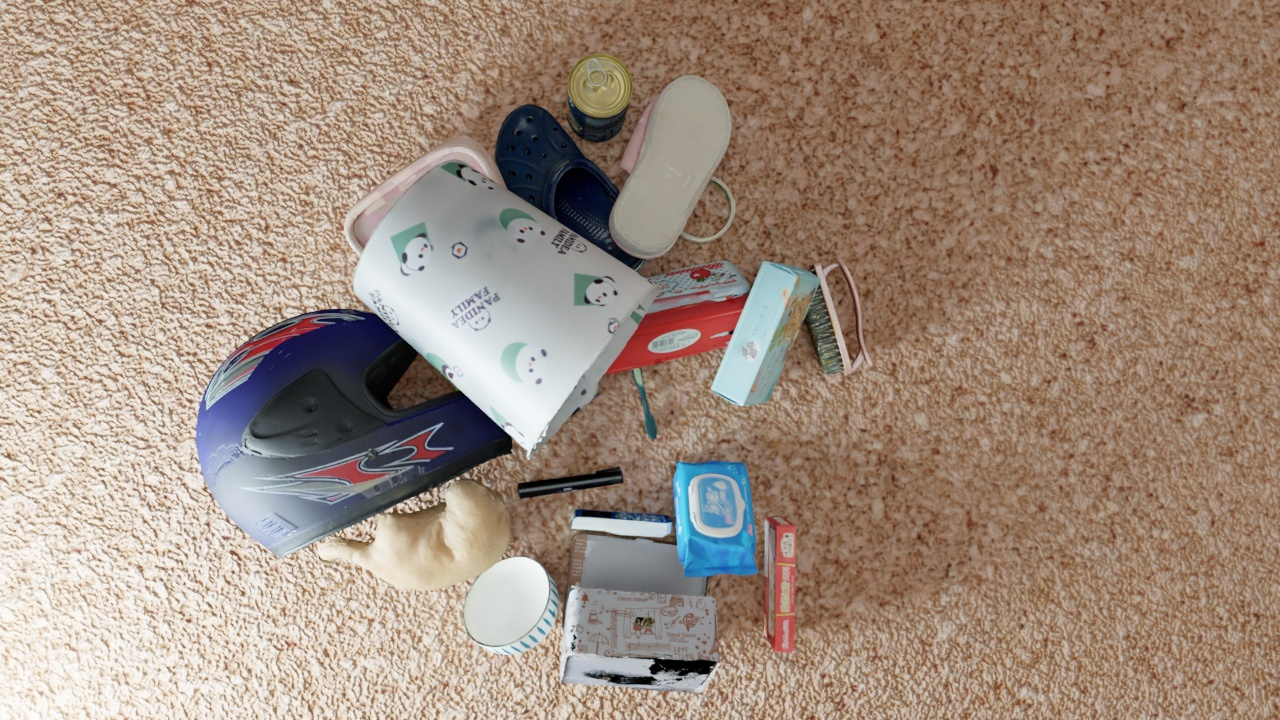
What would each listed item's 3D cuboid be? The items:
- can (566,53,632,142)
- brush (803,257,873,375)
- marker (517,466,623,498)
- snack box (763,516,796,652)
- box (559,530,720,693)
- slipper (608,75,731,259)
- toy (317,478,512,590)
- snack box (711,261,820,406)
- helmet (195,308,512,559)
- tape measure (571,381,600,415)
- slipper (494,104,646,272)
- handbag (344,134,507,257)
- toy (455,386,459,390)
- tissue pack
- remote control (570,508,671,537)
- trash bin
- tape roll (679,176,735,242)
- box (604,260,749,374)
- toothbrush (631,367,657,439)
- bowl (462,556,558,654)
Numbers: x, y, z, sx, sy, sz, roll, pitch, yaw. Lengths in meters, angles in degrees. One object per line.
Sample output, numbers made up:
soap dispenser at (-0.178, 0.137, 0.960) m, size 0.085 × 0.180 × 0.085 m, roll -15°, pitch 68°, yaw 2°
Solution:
can at (-0.051, -0.315, 1.112) m, size 0.075 × 0.111 × 0.075 m, roll 0°, pitch 88°, yaw -5°
brush at (0.242, -0.052, 1.148) m, size 0.073 × 0.063 × 0.145 m, roll -18°, pitch 91°, yaw 7°
marker at (-0.087, 0.153, 1.147) m, size 0.132 × 0.020 × 0.022 m, roll -8°, pitch 73°, yaw -4°
snack box at (0.171, 0.274, 1.132) m, size 0.025 × 0.075 × 0.153 m, roll 1°, pitch 89°, yaw -3°
box at (0.000, 0.292, 1.109) m, size 0.182 × 0.155 × 0.184 m, roll 6°, pitch 56°, yaw -7°
slipper at (0.034, -0.235, 1.121) m, size 0.114 × 0.055 × 0.273 m, roll 26°, pitch 65°, yaw -10°
toy at (-0.263, 0.221, 1.091) m, size 0.226 × 0.082 × 0.143 m, roll -22°, pitch 122°, yaw -4°
snack box at (0.151, -0.032, 1.108) m, size 0.052 × 0.074 × 0.175 m, roll 29°, pitch 107°, yaw 28°
helmet at (-0.328, 0.059, 1.024) m, size 0.315 × 0.247 × 0.240 m, roll -24°, pitch 90°, yaw -11°
tape measure at (-0.083, 0.027, 1.136) m, size 0.066 × 0.033 × 0.066 m, roll -38°, pitch 100°, yaw 8°
slipper at (-0.090, -0.201, 1.111) m, size 0.105 × 0.095 × 0.253 m, roll -39°, pitch 87°, yaw -6°
handbag at (-0.220, -0.129, 1.102) m, size 0.193 × 0.093 × 0.234 m, roll -31°, pitch 98°, yaw 9°
toy at (-0.180, 0.025, 1.138) m, size 0.100 × 0.031 × 0.096 m, roll -23°, pitch 92°, yaw -4°
tissue pack at (0.090, 0.189, 1.113) m, size 0.095 × 0.052 × 0.156 m, roll 2°, pitch 53°, yaw -6°
remote control at (-0.024, 0.201, 1.135) m, size 0.125 × 0.049 × 0.024 m, roll 5°, pitch 91°, yaw -3°
trash bin at (-0.143, -0.063, 0.966) m, size 0.252 × 0.229 × 0.229 m, roll 37°, pitch 87°, yaw 2°
tape roll at (0.077, -0.193, 1.165) m, size 0.086 × 0.014 × 0.086 m, roll 0°, pitch 89°, yaw -4°
box at (0.032, -0.064, 1.137) m, size 0.201 × 0.095 × 0.101 m, roll -13°, pitch 51°, yaw -11°
toothbrush at (-0.007, 0.007, 1.157) m, size 0.016 × 0.018 × 0.191 m, roll -14°, pitch 88°, yaw -7°
bowl at (-0.148, 0.302, 1.107) m, size 0.116 × 0.116 × 0.066 m, roll -35°, pitch 135°, yaw -4°
